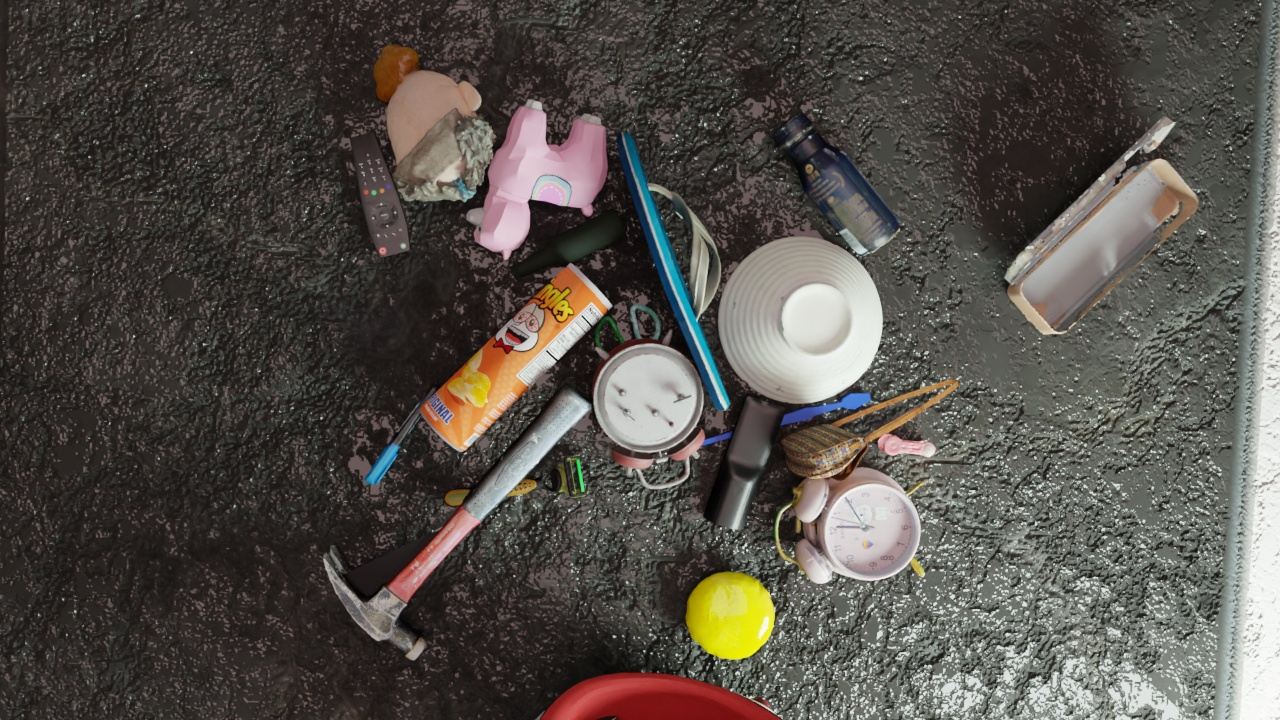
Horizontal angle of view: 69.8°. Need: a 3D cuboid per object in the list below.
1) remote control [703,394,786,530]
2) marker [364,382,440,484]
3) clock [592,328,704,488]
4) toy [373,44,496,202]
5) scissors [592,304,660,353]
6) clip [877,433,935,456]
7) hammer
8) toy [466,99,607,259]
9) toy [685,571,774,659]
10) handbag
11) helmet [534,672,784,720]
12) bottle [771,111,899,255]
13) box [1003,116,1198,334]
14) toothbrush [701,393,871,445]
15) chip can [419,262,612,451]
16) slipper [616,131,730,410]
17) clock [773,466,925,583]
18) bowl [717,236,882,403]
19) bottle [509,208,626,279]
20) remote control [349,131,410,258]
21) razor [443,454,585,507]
[{"bbox_3d":[0.110,0.108,0.962,0.045,0.021,0.140,18,96,-6],"label":"remote control"},{"bbox_3d":[-0.243,0.075,0.940,0.015,0.018,0.123,35,89,-10],"label":"marker"},{"bbox_3d":[0.011,0.055,0.929,0.110,0.062,0.157,-13,99,-3],"label":"clock"},{"bbox_3d":[-0.208,-0.233,0.906,0.133,0.076,0.176,-33,82,26],"label":"toy"},{"bbox_3d":[0.009,0.002,0.961,0.078,0.013,0.132,-32,97,-4],"label":"scissors"},{"bbox_3d":[0.284,0.091,0.971,0.059,0.039,0.022,5,88,-8],"label":"clip"},{"bbox_3d":[-0.177,0.145,0.921,0.140,0.036,0.326,42,96,-8],"label":"hammer"},{"bbox_3d":[-0.101,-0.176,0.916,0.123,0.067,0.158,12,105,-16],"label":"toy"},{"bbox_3d":[0.095,0.267,0.962,0.094,0.041,0.095,-24,94,2],"label":"toy"},{"bbox_3d":[0.242,0.069,0.945,0.195,0.093,0.043,-25,99,-8],"label":"handbag"},{"bbox_3d":[0.026,0.435,0.867,0.314,0.230,0.237,10,127,-10],"label":"helmet"},{"bbox_3d":[0.199,-0.182,0.944,0.056,0.056,0.161,-40,95,-2],"label":"bottle"},{"bbox_3d":[0.481,-0.135,0.948,0.217,0.094,0.121,-43,98,-1],"label":"box"},{"bbox_3d":[0.153,0.063,0.975,0.187,0.011,0.016,-15,93,-1],"label":"toothbrush"},{"bbox_3d":[-0.125,-0.003,0.924,0.210,0.062,0.062,-44,95,-2],"label":"chip can"},{"bbox_3d":[0.048,-0.092,0.908,0.060,0.118,0.295,-20,98,10],"label":"slipper"},{"bbox_3d":[0.216,0.173,0.958,0.158,0.059,0.117,-1,92,-4],"label":"clock"},{"bbox_3d":[0.172,-0.041,0.940,0.177,0.071,0.177,0,92,-4],"label":"bowl"},{"bbox_3d":[-0.075,-0.115,0.938,0.123,0.033,0.033,-26,94,-2],"label":"bottle"},{"bbox_3d":[-0.266,-0.168,0.933,0.039,0.010,0.125,-15,93,-4],"label":"remote control"},{"bbox_3d":[-0.132,0.131,0.949,0.144,0.021,0.044,-9,76,-4],"label":"razor"}]
